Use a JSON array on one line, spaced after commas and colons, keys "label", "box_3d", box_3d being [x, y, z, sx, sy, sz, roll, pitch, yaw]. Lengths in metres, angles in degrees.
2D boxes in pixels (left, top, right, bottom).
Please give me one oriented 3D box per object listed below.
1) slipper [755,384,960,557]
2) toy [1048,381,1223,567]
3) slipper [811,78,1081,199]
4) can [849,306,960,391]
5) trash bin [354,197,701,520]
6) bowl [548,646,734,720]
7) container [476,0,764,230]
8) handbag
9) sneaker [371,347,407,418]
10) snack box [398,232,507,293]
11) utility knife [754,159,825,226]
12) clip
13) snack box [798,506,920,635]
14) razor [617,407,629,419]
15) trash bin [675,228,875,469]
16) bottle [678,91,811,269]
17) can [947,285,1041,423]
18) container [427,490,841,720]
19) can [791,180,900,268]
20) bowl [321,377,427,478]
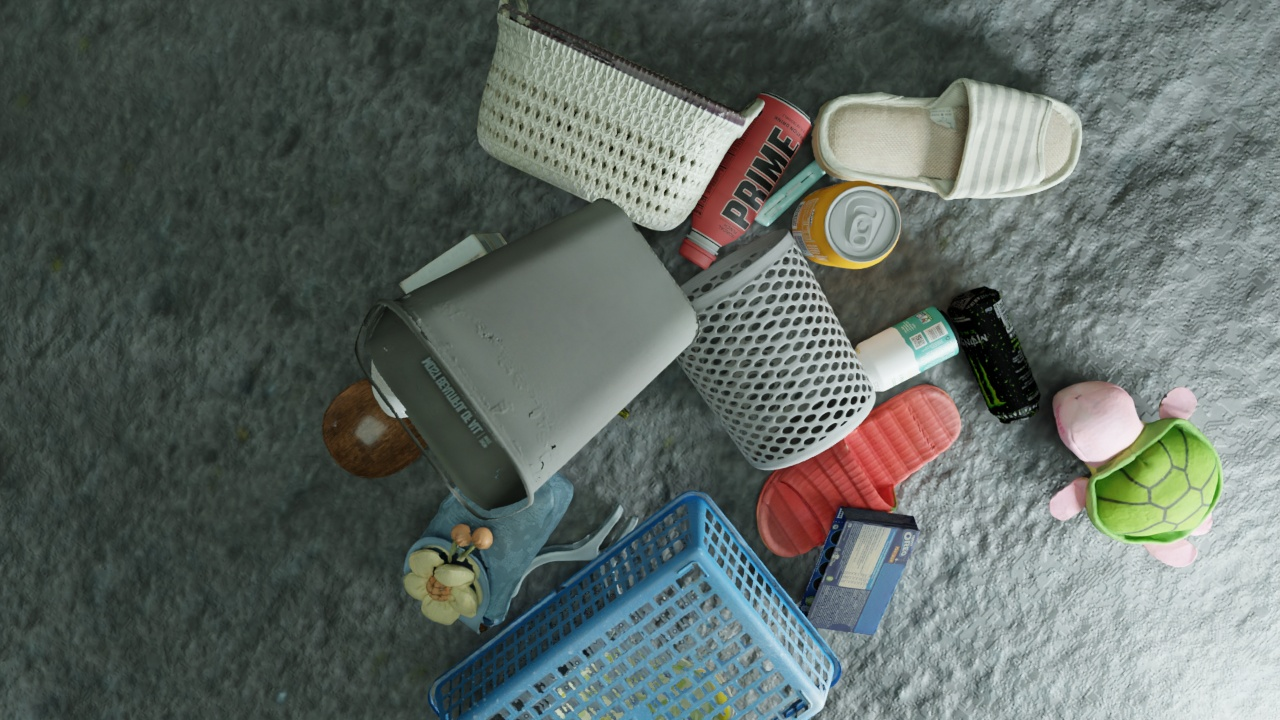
[{"label": "slipper", "box_3d": [0.227, 0.116, 0.950, 0.249, 0.059, 0.103, -37, 97, 3]}, {"label": "toy", "box_3d": [0.508, 0.110, 0.935, 0.190, 0.087, 0.238, -40, 102, 6]}, {"label": "slipper", "box_3d": [0.304, -0.216, 0.899, 0.272, 0.054, 0.114, -1, 101, -5]}, {"label": "can", "box_3d": [0.268, -0.010, 0.933, 0.101, 0.055, 0.055, -28, 97, 4]}, {"label": "trash bin", "box_3d": [-0.091, -0.010, 0.793, 0.219, 0.198, 0.197, -38, 94, -28]}, {"label": "bowl", "box_3d": [-0.007, 0.384, 0.986, 0.219, 0.060, 0.188, -27, 97, 4]}, {"label": "container", "box_3d": [-0.030, -0.225, 0.845, 0.251, 0.184, 0.143, 24, 106, -3]}, {"label": "handbag", "box_3d": [-0.159, 0.178, 0.924, 0.122, 0.118, 0.192, 37, 100, 16]}, {"label": "sneaker", "box_3d": [-0.151, 0.019, 0.929, 0.236, 0.105, 0.090, -5, 59, -22]}, {"label": "snack box", "box_3d": [-0.172, -0.090, 0.873, 0.082, 0.150, 0.026, -33, 97, 5]}, {"label": "utility knife", "box_3d": [0.173, -0.189, 0.930, 0.147, 0.015, 0.022, -41, 89, 2]}, {"label": "clip", "box_3d": [-0.088, 0.223, 0.980, 0.164, 0.030, 0.173, 13, 97, -3]}, {"label": "snack box", "box_3d": [0.225, 0.220, 0.951, 0.082, 0.027, 0.150, 9, 120, -9]}, {"label": "razor", "box_3d": [-0.006, 0.006, 0.953, 0.042, 0.026, 0.106, 32, 93, -2]}, {"label": "trash bin", "box_3d": [0.121, -0.007, 0.886, 0.156, 0.156, 0.183, -32, 99, 4]}, {"label": "bottle", "box_3d": [0.097, -0.173, 0.907, 0.062, 0.062, 0.177, 31, 97, -4]}, {"label": "can", "box_3d": [0.361, -0.006, 0.934, 0.054, 0.054, 0.137, -25, 97, 3]}, {"label": "container", "box_3d": [-0.007, 0.335, 0.904, 0.362, 0.089, 0.257, -38, 96, 5]}, {"label": "can", "box_3d": [0.194, -0.128, 0.872, 0.079, 0.142, 0.079, 0, 98, 0]}, {"label": "bowl", "box_3d": [-0.272, 0.068, 0.958, 0.114, 0.026, 0.102, -30, 96, 4]}]
